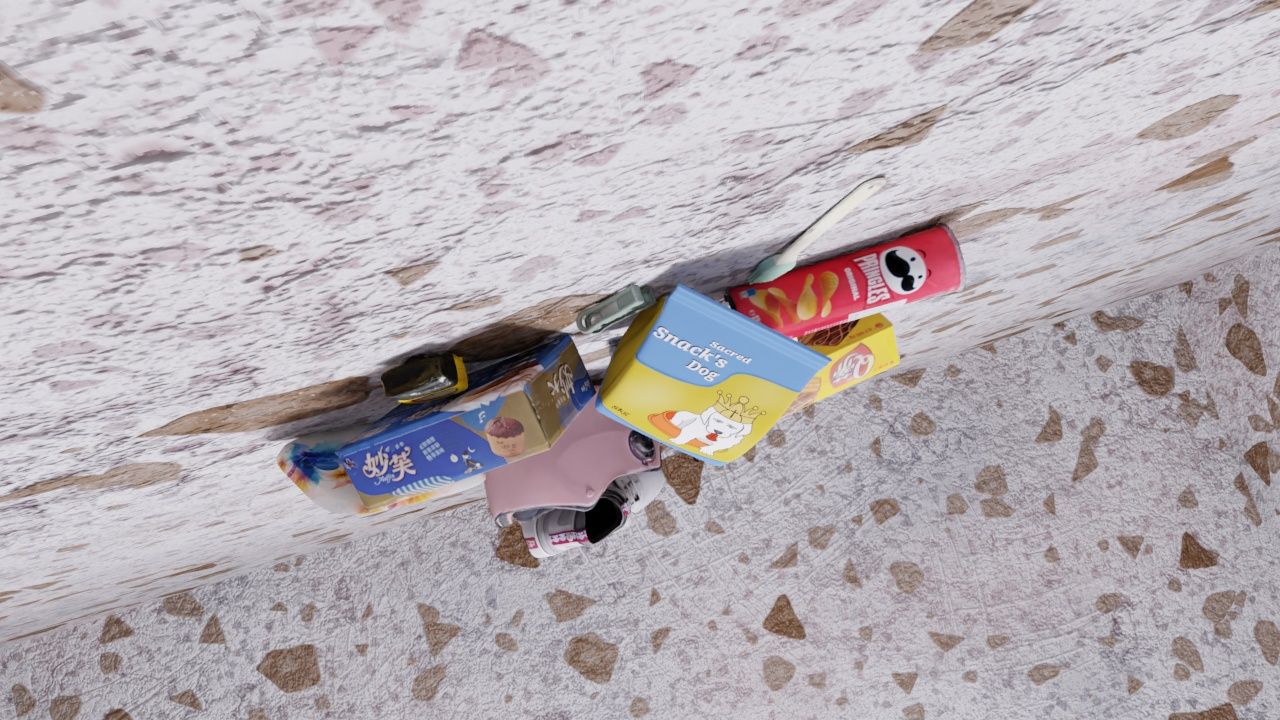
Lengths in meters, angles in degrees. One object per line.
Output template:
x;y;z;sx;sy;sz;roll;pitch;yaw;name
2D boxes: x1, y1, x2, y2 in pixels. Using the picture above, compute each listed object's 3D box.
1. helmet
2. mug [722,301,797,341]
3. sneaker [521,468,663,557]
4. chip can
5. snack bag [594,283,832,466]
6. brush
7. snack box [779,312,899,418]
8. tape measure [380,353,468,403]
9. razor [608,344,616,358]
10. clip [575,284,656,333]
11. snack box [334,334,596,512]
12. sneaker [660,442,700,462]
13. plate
-0.098;0.114;1.224;0.254;0.152;0.231;-21;179;-42;helmet
0.122;-0.035;1.032;0.087;0.081;0.114;-22;141;-5;mug
-0.040;0.204;1.324;0.129;0.097;0.262;-10;-170;45;sneaker
0.206;-0.073;0.939;0.233;0.073;0.073;-17;171;0;chip can
0.064;0.007;0.876;0.159;0.102;0.206;25;150;-10;snack bag
0.150;-0.110;0.805;0.033;0.012;0.218;-13;168;-22;brush
0.182;0.002;1.104;0.230;0.062;0.110;-24;-145;-3;snack box
-0.189;0.014;0.820;0.066;0.037;0.064;-18;171;18;tape measure
-0.006;0.006;1.080;0.060;0.057;0.156;-45;165;-7;razor
-0.027;-0.046;0.819;0.078;0.023;0.049;-22;168;19;clip
-0.163;0.058;0.886;0.203;0.069;0.154;-21;-169;18;snack box
0.047;0.089;1.382;0.100;0.143;0.239;-8;167;-44;sneaker
-0.278;0.106;0.985;0.186;0.016;0.187;-10;-156;-40;plate
